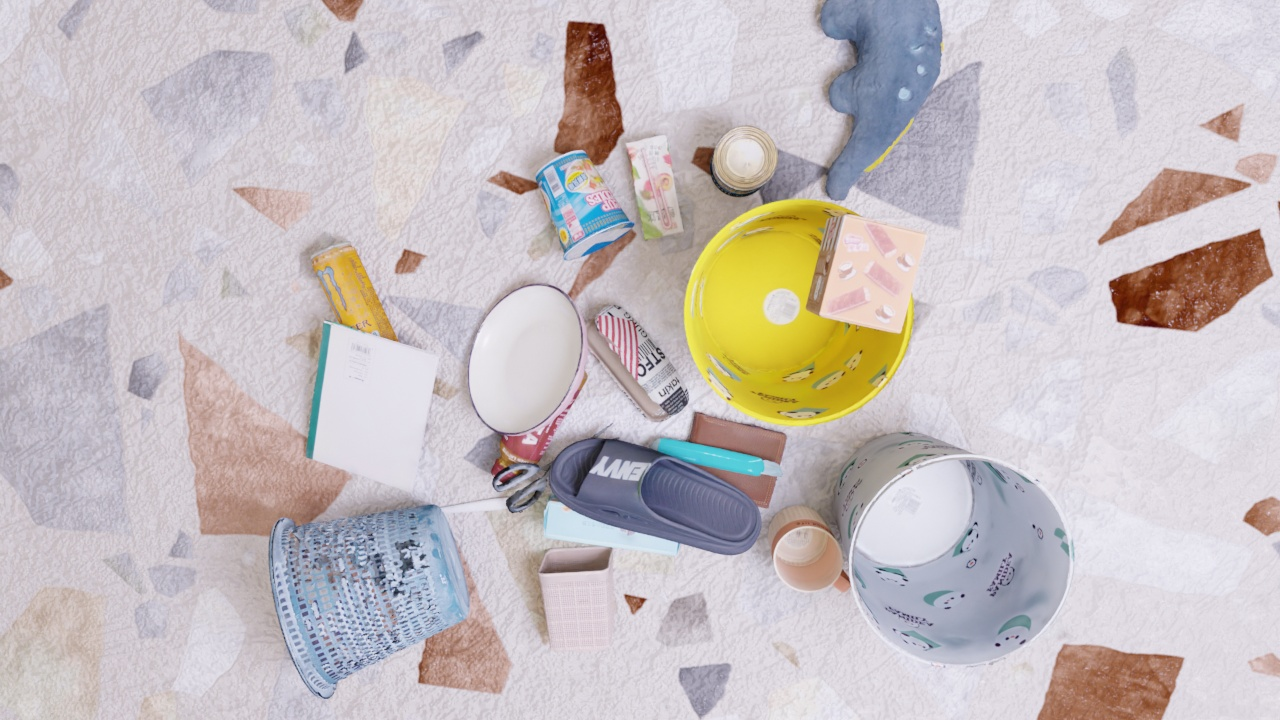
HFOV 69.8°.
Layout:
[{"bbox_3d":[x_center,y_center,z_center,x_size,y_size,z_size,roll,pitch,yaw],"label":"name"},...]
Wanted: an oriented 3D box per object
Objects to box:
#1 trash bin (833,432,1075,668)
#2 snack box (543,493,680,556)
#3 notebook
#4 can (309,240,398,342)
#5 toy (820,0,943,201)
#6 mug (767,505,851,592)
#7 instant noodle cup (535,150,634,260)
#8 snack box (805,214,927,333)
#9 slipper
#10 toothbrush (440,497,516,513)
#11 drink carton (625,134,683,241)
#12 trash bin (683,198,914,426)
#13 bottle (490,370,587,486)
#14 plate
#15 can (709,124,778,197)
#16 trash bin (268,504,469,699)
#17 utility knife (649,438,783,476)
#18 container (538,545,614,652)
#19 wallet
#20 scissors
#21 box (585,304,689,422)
[{"bbox_3d":[0.335,0.194,1.066,0.229,0.251,0.229,0,97,2],"label":"trash bin"},{"bbox_3d":[-0.033,0.205,1.174,0.175,0.074,0.051,7,96,2],"label":"snack box"},{"bbox_3d":[-0.345,0.062,1.170,0.150,0.012,0.209,18,117,0],"label":"notebook"},{"bbox_3d":[-0.363,-0.074,1.166,0.058,0.058,0.146,-24,95,5],"label":"can"},{"bbox_3d":[0.287,-0.372,1.091,0.138,0.091,0.356,3,96,30],"label":"toy"},{"bbox_3d":[0.215,0.242,1.150,0.114,0.106,0.082,39,97,-2],"label":"mug"},{"bbox_3d":[-0.076,-0.193,1.125,0.099,0.099,0.110,-27,88,5],"label":"instant noodle cup"},{"bbox_3d":[0.209,-0.082,0.861,0.077,0.092,0.094,13,97,1],"label":"snack box"},{"bbox_3d":[0.023,0.151,1.111,0.268,0.083,0.110,18,55,5],"label":"slipper"},{"bbox_3d":[-0.253,0.198,1.213,0.180,0.016,0.016,-8,101,3],"label":"toothbrush"},{"bbox_3d":[0.018,-0.213,1.137,0.053,0.045,0.122,-11,96,3],"label":"drink carton"},{"bbox_3d":[0.162,-0.060,1.042,0.229,0.255,0.229,0,96,2],"label":"trash bin"},{"bbox_3d":[-0.132,0.079,1.172,0.057,0.057,0.175,30,97,-1],"label":"bottle"},{"bbox_3d":[-0.134,0.001,1.134,0.193,0.039,0.192,-13,69,34],"label":"plate"},{"bbox_3d":[0.122,-0.237,1.096,0.075,0.111,0.075,0,97,3],"label":"can"},{"bbox_3d":[-0.325,0.278,1.143,0.195,0.226,0.226,-16,96,-9],"label":"trash bin"},{"bbox_3d":[0.093,0.124,1.156,0.174,0.013,0.029,10,91,13],"label":"utility knife"},{"bbox_3d":[-0.078,0.308,1.183,0.090,0.090,0.111,-4,99,3],"label":"container"},{"bbox_3d":[0.120,0.127,1.181,0.124,0.032,0.101,13,94,1],"label":"wallet"},{"bbox_3d":[-0.111,0.133,1.169,0.162,0.014,0.165,12,121,-40],"label":"scissors"},{"bbox_3d":[-0.009,0.008,1.164,0.163,0.076,0.087,48,136,-3],"label":"box"}]
